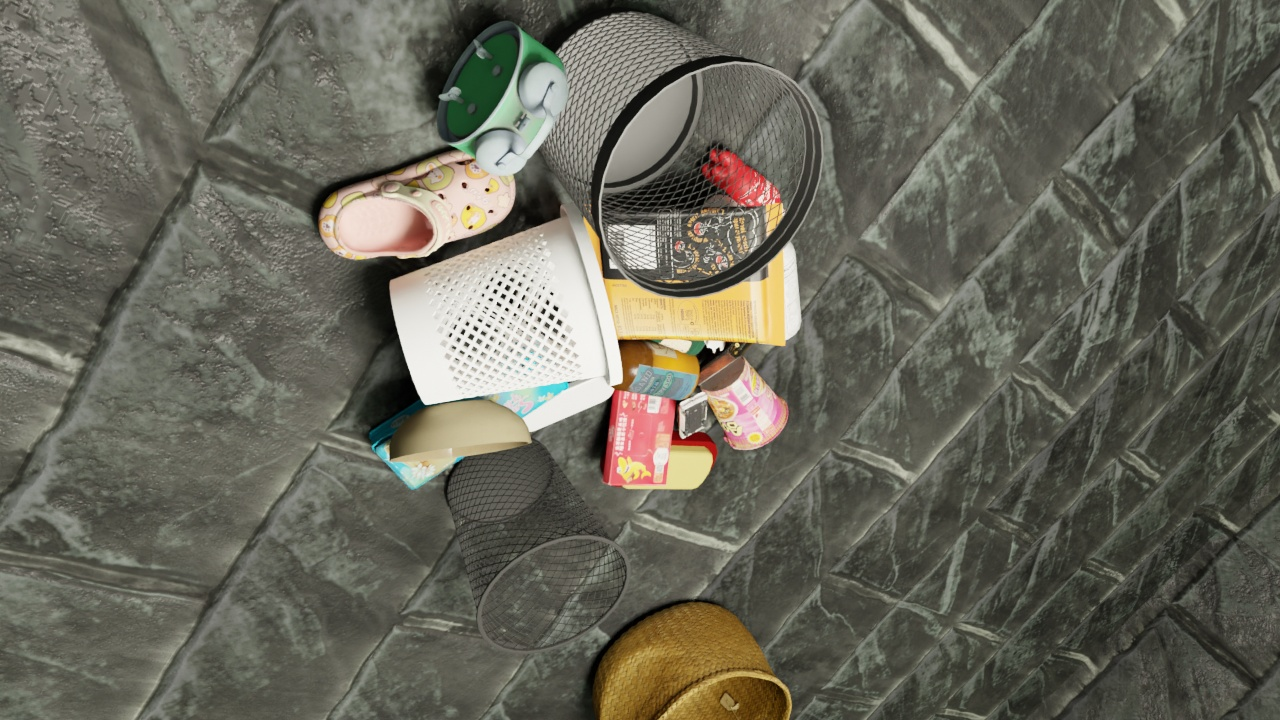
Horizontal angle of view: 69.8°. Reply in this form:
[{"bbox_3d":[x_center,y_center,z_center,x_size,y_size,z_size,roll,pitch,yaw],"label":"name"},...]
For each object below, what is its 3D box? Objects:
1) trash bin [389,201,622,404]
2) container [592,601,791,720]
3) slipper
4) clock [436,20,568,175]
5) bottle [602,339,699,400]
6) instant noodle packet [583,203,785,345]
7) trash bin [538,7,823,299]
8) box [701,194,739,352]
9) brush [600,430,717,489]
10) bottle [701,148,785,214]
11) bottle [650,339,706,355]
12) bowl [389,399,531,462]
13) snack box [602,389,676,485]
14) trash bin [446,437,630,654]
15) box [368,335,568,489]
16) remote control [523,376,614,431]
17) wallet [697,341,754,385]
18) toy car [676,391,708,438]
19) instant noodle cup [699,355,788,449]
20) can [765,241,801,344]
[{"bbox_3d":[-0.142,-0.044,0.952,0.199,0.195,0.196,-15,130,-7],"label":"trash bin"},{"bbox_3d":[0.077,0.551,1.502,0.306,0.196,0.308,-14,127,-19],"label":"container"},{"bbox_3d":[-0.212,-0.139,0.900,0.197,0.081,0.093,-19,132,-13],"label":"slipper"},{"bbox_3d":[-0.122,-0.231,0.824,0.075,0.161,0.122,25,109,-41],"label":"clock"},{"bbox_3d":[-0.007,0.007,1.132,0.156,0.068,0.068,10,118,-34],"label":"bottle"},{"bbox_3d":[0.048,-0.093,1.013,0.221,0.032,0.160,2,115,17],"label":"instant noodle packet"},{"bbox_3d":[0.018,-0.210,0.873,0.217,0.227,0.218,-15,129,-19],"label":"trash bin"},{"bbox_3d":[0.091,-0.098,1.061,0.140,0.141,0.083,-43,178,29],"label":"box"},{"bbox_3d":[0.031,0.142,1.271,0.173,0.042,0.082,5,120,-32],"label":"brush"},{"bbox_3d":[0.128,-0.199,1.070,0.141,0.042,0.042,27,108,-40],"label":"bottle"},{"bbox_3d":[0.052,-0.046,1.129,0.131,0.061,0.061,20,109,-38],"label":"bottle"},{"bbox_3d":[-0.197,0.075,0.995,0.152,0.153,0.050,-4,81,-27],"label":"bowl"},{"bbox_3d":[0.000,0.096,1.195,0.089,0.021,0.133,5,93,-32],"label":"snack box"},{"bbox_3d":[-0.139,0.211,1.113,0.183,0.210,0.184,-15,129,-19],"label":"trash bin"},{"bbox_3d":[-0.199,0.060,1.082,0.226,0.041,0.094,-33,133,-3],"label":"box"},{"bbox_3d":[-0.096,0.052,1.153,0.136,0.013,0.043,-23,132,-13],"label":"remote control"},{"bbox_3d":[0.110,-0.011,1.145,0.072,0.019,0.123,-46,-178,-27],"label":"wallet"},{"bbox_3d":[0.066,0.068,1.216,0.039,0.039,0.113,-26,156,-10],"label":"toy car"},{"bbox_3d":[0.132,0.049,1.231,0.097,0.097,0.108,-37,125,0],"label":"instant noodle cup"},{"bbox_3d":[0.157,-0.092,1.142,0.078,0.078,0.136,-24,132,-12],"label":"can"}]
